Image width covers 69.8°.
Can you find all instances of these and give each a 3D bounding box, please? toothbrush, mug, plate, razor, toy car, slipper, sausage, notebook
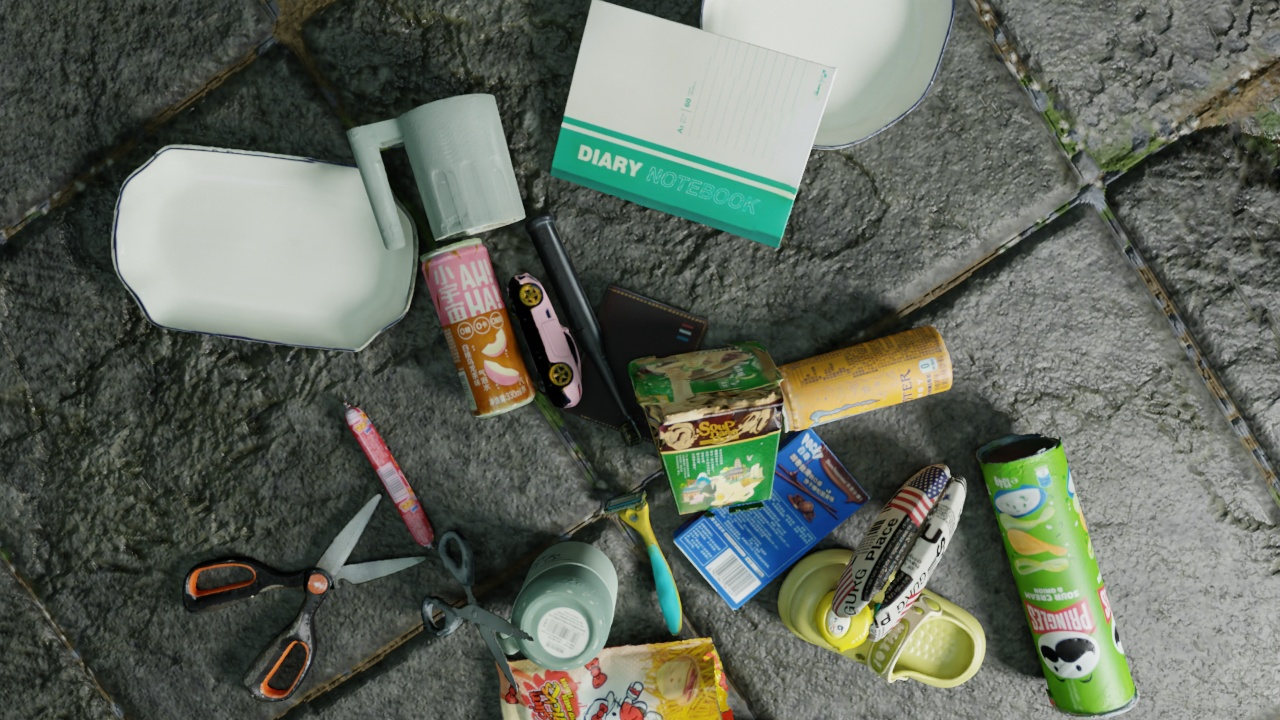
[{"bbox_3d":[-0.046,-0.025,0.782,0.026,0.027,0.212,-27,83,31],"label":"toothbrush"},{"bbox_3d":[-0.076,0.216,0.785,0.112,0.106,0.082,-29,95,5],"label":"mug"},{"bbox_3d":[0.151,-0.279,0.759,0.205,0.045,0.205,0,95,1],"label":"plate"},{"bbox_3d":[0.011,0.181,0.817,0.043,0.028,0.132,-21,92,27],"label":"razor"},{"bbox_3d":[-0.079,-0.018,0.783,0.037,0.056,0.122,-20,86,-24],"label":"toy car"},{"bbox_3d":[-0.321,-0.097,0.798,0.266,0.034,0.162,6,95,2],"label":"plate"},{"bbox_3d":[0.215,0.229,0.791,0.190,0.081,0.091,23,93,-3],"label":"slipper"},{"bbox_3d":[-0.166,-0.153,0.758,0.124,0.084,0.103,-17,97,-11],"label":"mug"},{"bbox_3d":[-0.224,0.103,0.822,0.020,0.020,0.156,-29,94,4],"label":"sausage"},{"bbox_3d":[0.038,-0.194,0.755,0.209,0.012,0.150,20,109,10],"label":"notebook"}]

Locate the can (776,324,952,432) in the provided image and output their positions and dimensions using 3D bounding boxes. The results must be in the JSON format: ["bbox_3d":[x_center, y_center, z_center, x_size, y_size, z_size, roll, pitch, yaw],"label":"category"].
[{"bbox_3d":[0.185,0.016,0.780,0.146,0.058,0.058,-16,95,4],"label":"can"}]

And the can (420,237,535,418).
[{"bbox_3d":[-0.139,-0.027,0.787,0.058,0.058,0.147,-18,95,3],"label":"can"}]

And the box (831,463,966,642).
[{"bbox_3d":[0.210,0.147,0.761,0.079,0.074,0.163,32,65,23],"label":"box"}]

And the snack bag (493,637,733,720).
[{"bbox_3d":[-0.023,0.314,0.821,0.208,0.073,0.128,-12,96,10],"label":"snack bag"}]

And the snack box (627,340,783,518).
[{"bbox_3d":[0.057,0.059,0.764,0.118,0.117,0.106,-8,115,-3],"label":"snack box"}]

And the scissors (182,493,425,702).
[{"bbox_3d":[-0.314,0.210,0.834,0.224,0.021,0.221,17,96,1],"label":"scissors"}]

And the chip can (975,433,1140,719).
[{"bbox_3d":[0.355,0.182,0.784,0.072,0.072,0.236,-18,94,3],"label":"chip can"}]

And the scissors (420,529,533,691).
[{"bbox_3d":[-0.143,0.211,0.778,0.160,0.014,0.171,-40,52,38],"label":"scissors"}]

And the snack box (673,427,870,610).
[{"bbox_3d":[0.114,0.138,0.810,0.157,0.026,0.084,-41,93,5],"label":"snack box"}]

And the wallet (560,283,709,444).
[{"bbox_3d":[-0.005,0.005,0.806,0.096,0.020,0.122,21,98,0],"label":"wallet"}]
